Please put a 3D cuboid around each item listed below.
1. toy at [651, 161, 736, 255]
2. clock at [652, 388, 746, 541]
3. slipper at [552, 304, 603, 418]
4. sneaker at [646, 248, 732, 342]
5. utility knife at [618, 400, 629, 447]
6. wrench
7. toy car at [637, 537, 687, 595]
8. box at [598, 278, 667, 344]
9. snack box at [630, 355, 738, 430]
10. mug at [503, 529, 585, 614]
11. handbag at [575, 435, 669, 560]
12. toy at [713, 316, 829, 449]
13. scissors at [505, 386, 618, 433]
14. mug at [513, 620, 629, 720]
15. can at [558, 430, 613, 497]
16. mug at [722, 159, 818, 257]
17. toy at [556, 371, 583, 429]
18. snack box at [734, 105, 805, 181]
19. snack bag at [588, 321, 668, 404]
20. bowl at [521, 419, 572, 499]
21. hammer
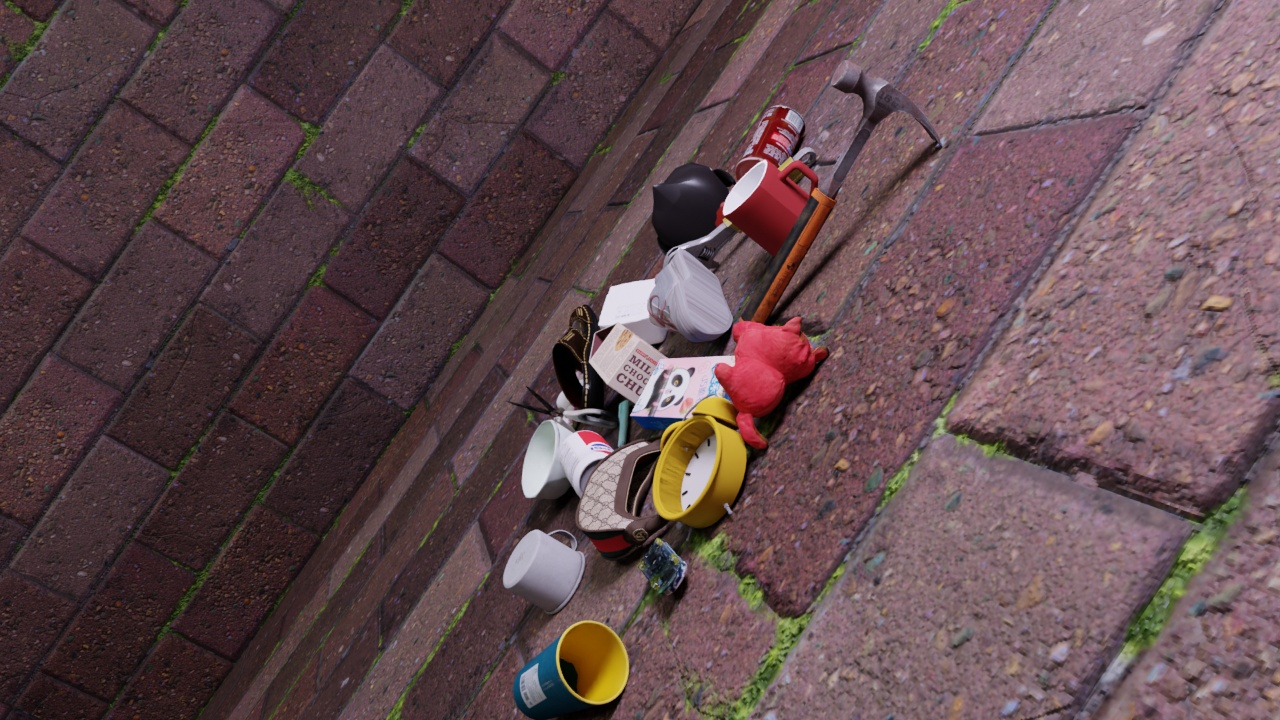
[{"bbox_3d":[0.074,-0.258,1.455,0.159,0.140,0.183,-47,18,22],"label":"toy"},{"bbox_3d":[0.061,0.103,0.951,0.114,0.052,0.151,-42,33,41],"label":"clock"},{"bbox_3d":[-0.098,0.001,1.437,0.267,0.076,0.113,-98,6,-57],"label":"slipper"},{"bbox_3d":[0.055,-0.067,1.233,0.090,0.099,0.235,-50,16,21],"label":"sneaker"},{"bbox_3d":[-0.025,0.098,1.267,0.141,0.015,0.022,-87,14,-59],"label":"utility knife"},{"bbox_3d":[0.142,-0.206,1.315,0.274,0.083,0.018,-43,46,18],"label":"wrench"},{"bbox_3d":[0.025,0.207,0.913,0.038,0.027,0.090,-53,16,-3],"label":"toy car"},{"bbox_3d":[-0.018,-0.037,1.430,0.152,0.132,0.107,-10,35,20],"label":"box"},{"bbox_3d":[0.060,0.040,1.076,0.154,0.033,0.087,-2,53,53],"label":"snack box"},{"bbox_3d":[-0.117,0.249,1.136,0.085,0.070,0.113,-43,23,34],"label":"mug"},{"bbox_3d":[0.000,0.149,1.059,0.139,0.063,0.166,-24,25,26],"label":"handbag"},{"bbox_3d":[0.130,0.020,0.922,0.094,0.088,0.132,-9,58,43],"label":"toy"},{"bbox_3d":[-0.111,0.085,1.336,0.158,0.171,0.012,83,-163,-53],"label":"scissors"},{"bbox_3d":[-0.075,0.314,0.907,0.122,0.078,0.078,-43,20,44],"label":"mug"},{"bbox_3d":[-0.062,0.139,1.195,0.070,0.070,0.132,-55,17,0],"label":"can"},{"bbox_3d":[0.177,-0.197,1.149,0.117,0.096,0.080,-39,23,41],"label":"mug"},{"bbox_3d":[-0.104,0.061,1.502,0.079,0.038,0.122,-41,30,27],"label":"toy"},{"bbox_3d":[0.194,-0.313,1.364,0.072,0.072,0.121,-27,31,56],"label":"snack box"},{"bbox_3d":[-0.007,0.007,1.255,0.070,0.094,0.206,-54,17,2],"label":"snack bag"},{"bbox_3d":[-0.121,0.148,1.324,0.118,0.061,0.117,-45,37,47],"label":"bowl"},{"bbox_3d":[0.209,-0.161,1.035,0.035,0.137,0.315,-92,28,-63],"label":"hammer"}]
